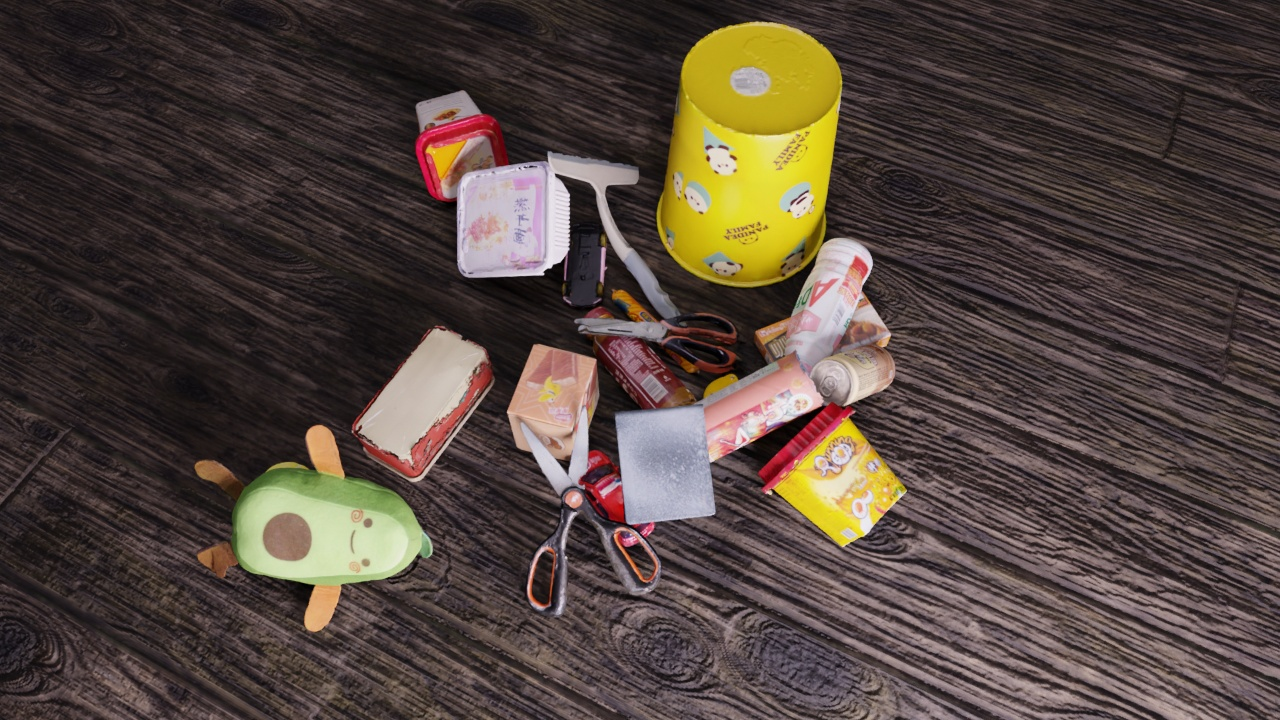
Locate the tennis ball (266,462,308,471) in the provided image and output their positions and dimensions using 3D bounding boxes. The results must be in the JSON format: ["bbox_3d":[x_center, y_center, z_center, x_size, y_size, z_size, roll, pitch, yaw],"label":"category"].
[{"bbox_3d":[-0.394,0.147,1.024,0.065,0.066,0.065,0,60,0],"label":"tennis ball"}]

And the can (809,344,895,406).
[{"bbox_3d":[0.246,0.017,1.065,0.058,0.059,0.116,45,33,23],"label":"can"}]

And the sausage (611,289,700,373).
[{"bbox_3d":[0.018,-0.038,1.151,0.021,0.021,0.165,-38,66,-19],"label":"sausage"}]

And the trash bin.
[{"bbox_3d":[0.137,-0.255,1.140,0.229,0.256,0.229,0,60,0],"label":"trash bin"}]

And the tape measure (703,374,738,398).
[{"bbox_3d":[0.103,0.047,1.096,0.057,0.029,0.060,-25,62,-12],"label":"tape measure"}]

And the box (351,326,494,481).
[{"bbox_3d":[-0.250,0.046,1.073,0.091,0.079,0.168,26,64,16],"label":"box"}]

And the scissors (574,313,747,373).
[{"bbox_3d":[0.029,-0.023,1.097,0.194,0.015,0.205,43,47,13],"label":"scissors"}]

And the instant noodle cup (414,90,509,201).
[{"bbox_3d":[-0.253,-0.299,1.261,0.116,0.116,0.124,-19,49,-10],"label":"instant noodle cup"}]

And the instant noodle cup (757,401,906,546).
[{"bbox_3d":[0.213,0.129,1.007,0.116,0.116,0.123,-40,78,-20],"label":"instant noodle cup"}]

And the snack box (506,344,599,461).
[{"bbox_3d":[-0.098,0.050,1.060,0.077,0.093,0.094,14,61,8],"label":"snack box"}]

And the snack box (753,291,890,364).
[{"bbox_3d":[0.225,-0.028,1.140,0.153,0.026,0.075,-21,61,-11],"label":"snack box"}]

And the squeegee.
[{"bbox_3d":[-0.012,-0.142,1.174,0.039,0.246,0.246,-31,84,25],"label":"squeegee"}]

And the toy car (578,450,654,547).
[{"bbox_3d":[-0.033,0.151,1.030,0.052,0.045,0.120,-33,63,-19],"label":"toy car"}]

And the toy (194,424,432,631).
[{"bbox_3d":[-0.344,0.175,0.957,0.246,0.227,0.090,5,16,-4],"label":"toy"}]

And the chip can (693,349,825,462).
[{"bbox_3d":[0.093,0.067,1.018,0.215,0.071,0.071,-29,61,10],"label":"chip can"}]

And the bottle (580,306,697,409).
[{"bbox_3d":[-0.007,0.006,1.104,0.057,0.057,0.175,-33,65,-17],"label":"bottle"}]

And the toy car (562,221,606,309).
[{"bbox_3d":[-0.072,-0.123,1.194,0.056,0.037,0.122,1,73,5],"label":"toy car"}]

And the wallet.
[{"bbox_3d":[0.025,0.110,0.974,0.097,0.019,0.120,-6,82,3],"label":"wallet"}]

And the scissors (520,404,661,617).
[{"bbox_3d":[-0.070,0.172,0.981,0.221,0.021,0.224,36,89,4],"label":"scissors"}]

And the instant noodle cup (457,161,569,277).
[{"bbox_3d":[-0.156,-0.174,1.161,0.174,0.060,0.138,2,92,39],"label":"instant noodle cup"}]

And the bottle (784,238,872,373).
[{"bbox_3d":[0.218,-0.054,1.104,0.068,0.068,0.196,22,66,12],"label":"bottle"}]
